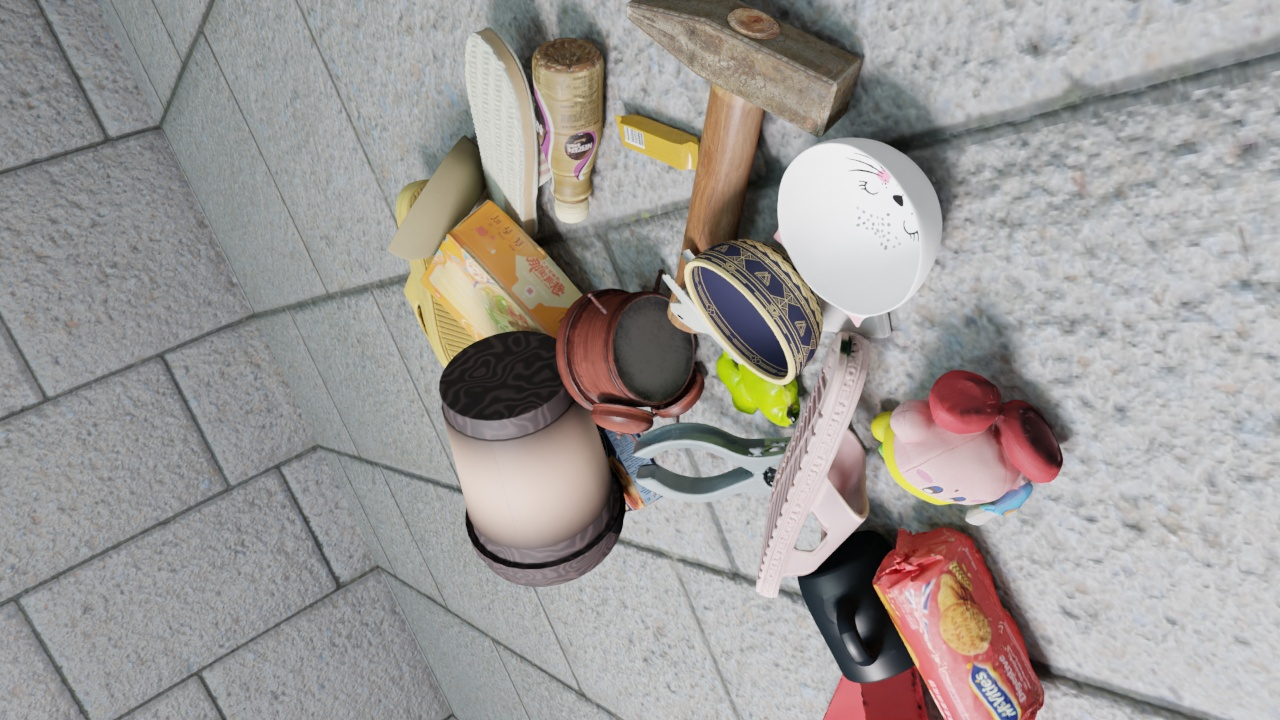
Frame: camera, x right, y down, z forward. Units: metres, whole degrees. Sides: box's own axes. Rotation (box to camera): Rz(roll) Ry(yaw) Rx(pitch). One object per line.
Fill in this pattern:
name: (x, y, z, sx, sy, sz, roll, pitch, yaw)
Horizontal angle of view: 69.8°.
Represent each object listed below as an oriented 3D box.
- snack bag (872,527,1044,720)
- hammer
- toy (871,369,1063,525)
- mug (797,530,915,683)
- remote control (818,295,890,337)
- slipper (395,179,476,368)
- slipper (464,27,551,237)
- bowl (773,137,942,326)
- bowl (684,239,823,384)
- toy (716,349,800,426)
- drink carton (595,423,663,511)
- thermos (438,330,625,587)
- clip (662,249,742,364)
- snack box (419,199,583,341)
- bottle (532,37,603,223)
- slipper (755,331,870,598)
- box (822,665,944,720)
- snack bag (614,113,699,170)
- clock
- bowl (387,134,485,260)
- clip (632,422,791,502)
snack bag: (0.238, 0.205, 0.677, 0.176, 0.082, 0.082, 62, 151, -2)
hammer: (0.052, -0.126, 0.696, 0.158, 0.037, 0.301, 33, 147, 18)
toy: (0.209, 0.058, 0.616, 0.124, 0.096, 0.132, 23, 143, -13)
mug: (0.175, 0.200, 0.728, 0.085, 0.121, 0.094, -28, 91, 22)
remote control: (0.132, -0.038, 0.692, 0.131, 0.012, 0.033, 12, 125, 54)
slipper: (-0.248, -0.095, 1.152, 0.078, 0.099, 0.263, 6, 116, 45)
slipper: (-0.124, -0.216, 0.902, 0.115, 0.052, 0.263, 54, 161, 20)
bowl: (0.146, -0.090, 0.584, 0.115, 0.050, 0.115, 38, 144, 35)
bowl: (0.092, -0.045, 0.666, 0.112, 0.061, 0.112, 47, 167, 14)
toy: (0.098, 0.018, 0.772, 0.094, 0.036, 0.094, 61, 157, 13)
drink carton: (-0.024, 0.103, 1.034, 0.130, 0.040, 0.064, 62, 151, 0)
thermos: (-0.112, 0.097, 0.932, 0.173, 0.172, 0.226, 34, 147, 39)
clip: (0.047, -0.038, 0.737, 0.056, 0.056, 0.102, -30, 115, 29)
snack box: (-0.129, -0.062, 0.986, 0.195, 0.080, 0.145, 47, 152, -6)
bottle: (-0.062, -0.196, 0.812, 0.059, 0.059, 0.166, 41, 148, 31)
slipper: (0.144, 0.087, 0.700, 0.064, 0.094, 0.240, 15, 125, 4)
box: (0.101, 0.384, 0.792, 0.217, 0.351, 0.197, 91, 176, -46)
snack bag: (0.015, -0.179, 0.745, 0.099, 0.020, 0.026, 32, 145, 40)
clock: (-0.005, 0.005, 0.840, 0.072, 0.120, 0.158, -3, 105, 50)
bowl: (-0.214, -0.169, 1.008, 0.050, 0.152, 0.153, 34, 154, -13)
clip: (0.073, 0.076, 0.784, 0.163, 0.028, 0.112, 3, 128, 11)
